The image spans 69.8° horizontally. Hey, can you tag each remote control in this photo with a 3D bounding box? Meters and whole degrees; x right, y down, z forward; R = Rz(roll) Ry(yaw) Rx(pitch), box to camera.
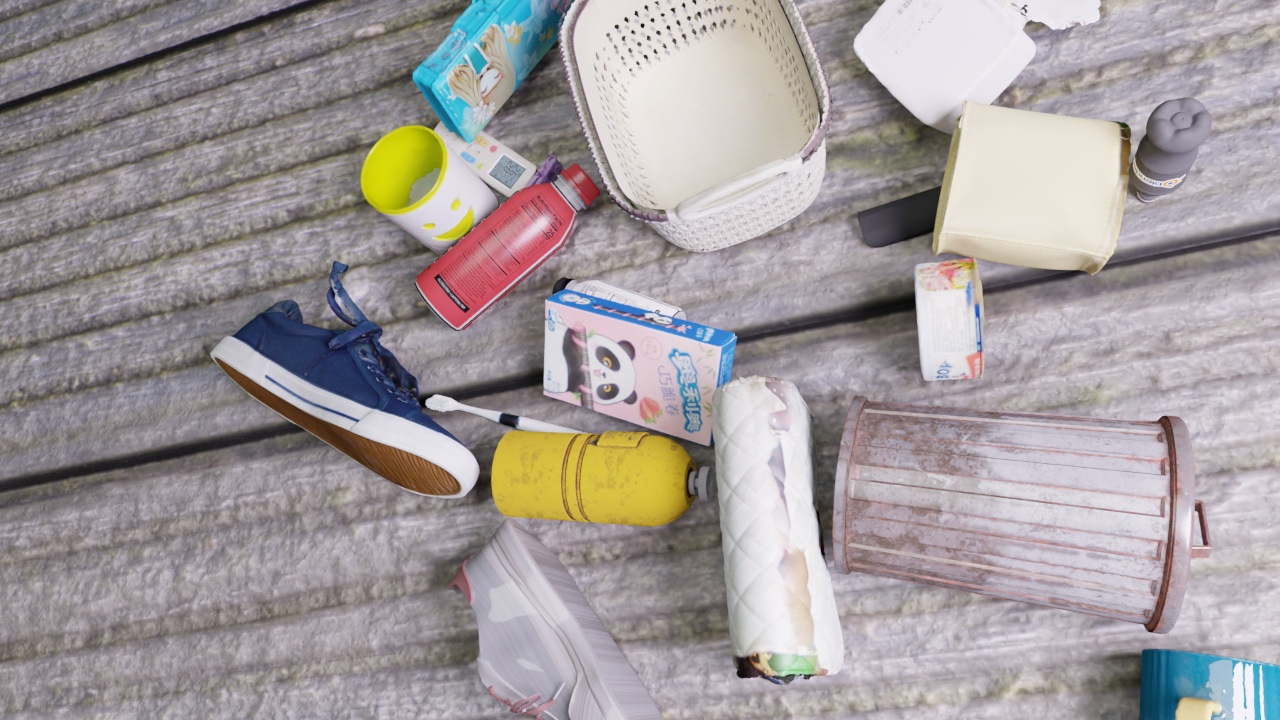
[{"bbox_3d":[-0.148,-0.193,0.866,0.125,0.018,0.038,36,88,24],"label":"remote control"},{"bbox_3d":[0.244,-0.124,0.712,0.147,0.015,0.033,-17,69,13],"label":"remote control"}]

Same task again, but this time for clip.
[{"bbox_3d":[-0.089,-0.163,0.833,0.013,0.033,0.051,27,83,25],"label":"clip"}]

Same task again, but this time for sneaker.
[{"bbox_3d":[-0.067,0.230,0.668,0.089,0.099,0.236,-40,59,2],"label":"sneaker"},{"bbox_3d":[-0.237,0.014,0.798,0.295,0.121,0.127,25,63,27],"label":"sneaker"}]

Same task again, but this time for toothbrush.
[{"bbox_3d":[-0.102,0.054,0.775,0.187,0.017,0.012,12,109,21],"label":"toothbrush"}]

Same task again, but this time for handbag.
[{"bbox_3d":[0.279,-0.122,0.656,0.119,0.081,0.111,11,86,15],"label":"handbag"},{"bbox_3d":[0.092,0.116,0.626,0.072,0.139,0.194,-7,73,9],"label":"handbag"}]

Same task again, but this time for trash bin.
[{"bbox_3d":[0.240,0.092,0.587,0.211,0.131,0.130,5,75,22],"label":"trash bin"}]

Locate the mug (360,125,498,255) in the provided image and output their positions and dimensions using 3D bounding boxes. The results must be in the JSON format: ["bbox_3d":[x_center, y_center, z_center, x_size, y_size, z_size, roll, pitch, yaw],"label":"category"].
[{"bbox_3d":[-0.184,-0.147,0.815,0.083,0.106,0.082,-5,72,17],"label":"mug"}]

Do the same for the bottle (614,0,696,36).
[{"bbox_3d":[0.060,-0.354,0.815,0.207,0.071,0.071,-14,70,14],"label":"bottle"}]

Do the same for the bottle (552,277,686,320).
[{"bbox_3d":[-0.021,-0.042,0.764,0.116,0.041,0.041,22,82,23],"label":"bottle"}]

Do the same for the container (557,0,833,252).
[{"bbox_3d":[0.048,-0.208,0.736,0.185,0.143,0.251,-22,68,10],"label":"container"}]

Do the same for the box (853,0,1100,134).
[{"bbox_3d":[0.267,-0.265,0.711,0.189,0.101,0.111,-37,67,11],"label":"box"}]

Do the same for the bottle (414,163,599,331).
[{"bbox_3d":[-0.112,-0.103,0.802,0.176,0.062,0.062,-40,66,4],"label":"bottle"}]

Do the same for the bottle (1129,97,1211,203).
[{"bbox_3d":[0.357,-0.138,0.626,0.036,0.110,0.036,-5,72,17],"label":"bottle"}]

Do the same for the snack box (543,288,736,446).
[{"bbox_3d":[-0.004,0.004,0.724,0.154,0.033,0.088,16,119,23],"label":"snack box"}]

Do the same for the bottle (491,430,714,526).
[{"bbox_3d":[-0.026,0.090,0.708,0.164,0.071,0.071,1,74,19],"label":"bottle"}]

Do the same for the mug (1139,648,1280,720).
[{"bbox_3d":[0.328,0.224,0.525,0.083,0.113,0.107,-3,70,41],"label":"mug"}]

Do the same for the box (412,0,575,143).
[{"bbox_3d":[-0.112,-0.311,0.838,0.039,0.094,0.226,34,81,21],"label":"box"}]

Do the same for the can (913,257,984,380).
[{"bbox_3d":[0.220,-0.029,0.653,0.043,0.086,0.086,-4,73,17],"label":"can"}]
